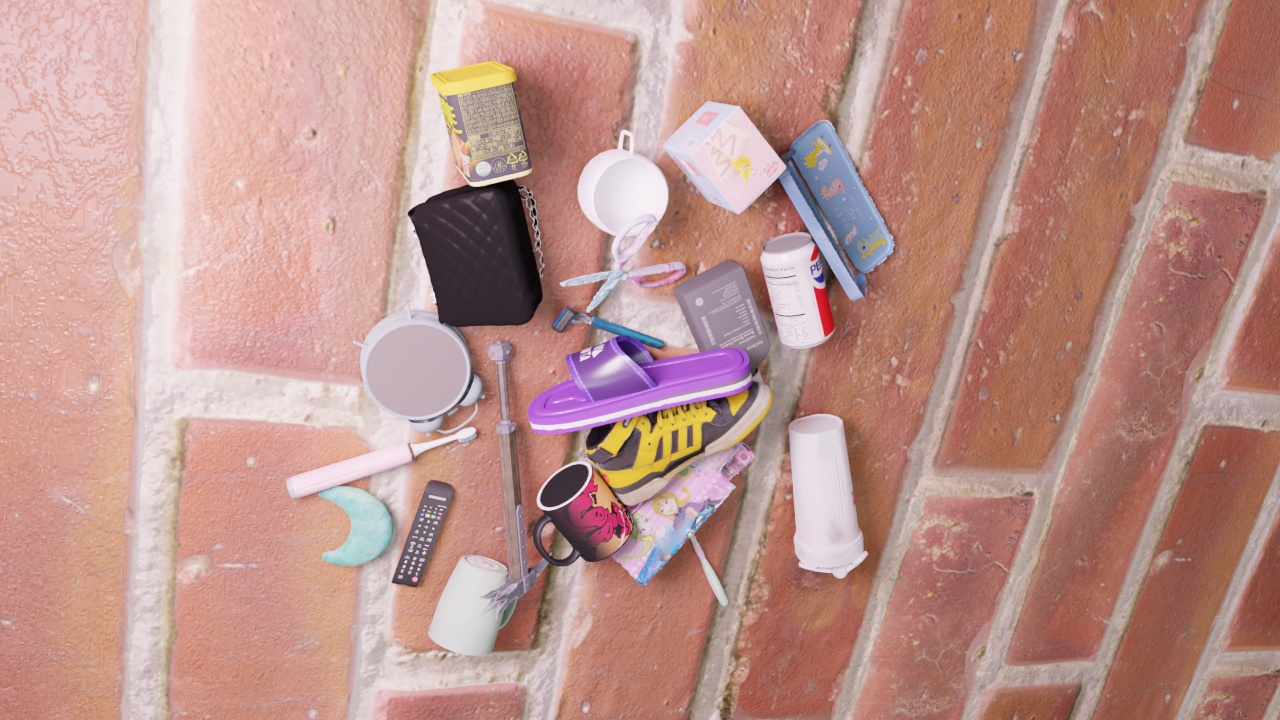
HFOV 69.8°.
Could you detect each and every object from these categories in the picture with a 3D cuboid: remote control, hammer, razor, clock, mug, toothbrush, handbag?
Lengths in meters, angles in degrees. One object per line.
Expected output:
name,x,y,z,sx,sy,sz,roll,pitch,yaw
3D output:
remote control,-0.269,0.216,1.129,0.033,0.015,0.147,17,103,-23
hammer,-0.155,0.131,1.107,0.028,0.146,0.317,3,103,25
razor,-0.036,-0.038,1.114,0.143,0.022,0.042,14,141,-26
clock,-0.248,0.016,1.049,0.122,0.045,0.159,-35,114,-3
mug,-0.080,0.201,1.143,0.117,0.082,0.098,-45,117,-19
toothbrush,-0.301,0.117,1.077,0.222,0.027,0.027,-17,147,-12
mug,-0.020,-0.199,1.033,0.094,0.068,0.116,0,109,-18
toothbrush,0.092,0.285,1.274,0.022,0.015,0.155,-15,117,20
mug,-0.200,0.305,1.156,0.111,0.084,0.104,18,91,-51
handbag,-0.178,-0.122,1.014,0.125,0.114,0.154,-7,116,9

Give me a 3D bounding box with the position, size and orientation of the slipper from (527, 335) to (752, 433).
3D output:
slipper,-0.006,0.007,1.076,0.266,0.107,0.084,-11,112,0

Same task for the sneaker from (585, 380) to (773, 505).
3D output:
sneaker,0.037,0.072,1.125,0.239,0.086,0.122,-37,118,12

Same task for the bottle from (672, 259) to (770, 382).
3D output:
bottle,0.113,-0.030,1.150,0.083,0.046,0.174,-27,115,-7

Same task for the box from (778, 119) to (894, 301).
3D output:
box,0.240,-0.182,1.138,0.209,0.043,0.124,54,55,-26

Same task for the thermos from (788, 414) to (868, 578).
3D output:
thermos,0.251,0.188,1.249,0.099,0.099,0.220,-14,108,-13

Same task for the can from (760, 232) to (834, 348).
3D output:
can,0.196,-0.087,1.144,0.070,0.070,0.132,-22,114,-10

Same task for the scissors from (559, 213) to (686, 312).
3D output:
scissors,-0.012,-0.110,1.053,0.170,0.013,0.177,-10,152,-28

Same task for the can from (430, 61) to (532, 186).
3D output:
can,-0.162,-0.243,0.937,0.072,0.131,0.101,-16,116,-13

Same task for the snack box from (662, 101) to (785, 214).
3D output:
snack box,0.095,-0.233,1.045,0.079,0.093,0.095,-44,116,0

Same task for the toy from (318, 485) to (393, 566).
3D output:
toy,-0.338,0.196,1.093,0.085,0.033,0.105,1,107,-4

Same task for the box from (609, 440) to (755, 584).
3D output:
box,0.051,0.186,1.194,0.084,0.071,0.230,41,93,-26
